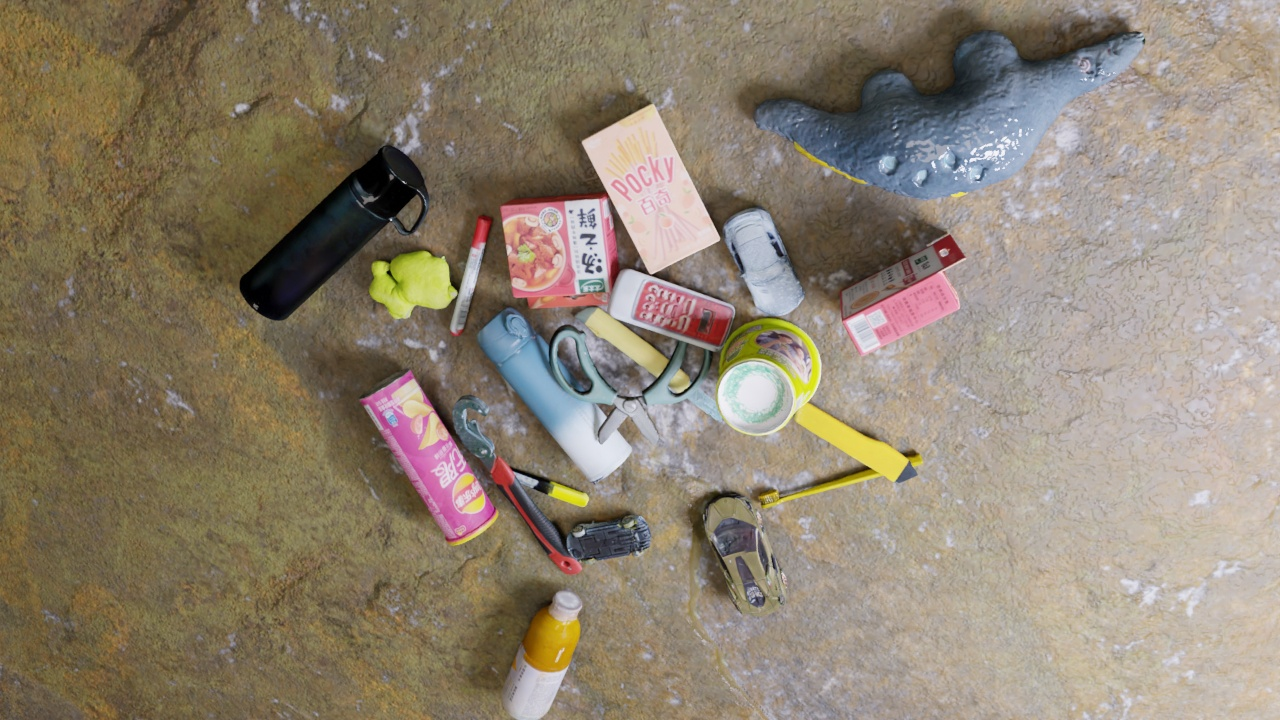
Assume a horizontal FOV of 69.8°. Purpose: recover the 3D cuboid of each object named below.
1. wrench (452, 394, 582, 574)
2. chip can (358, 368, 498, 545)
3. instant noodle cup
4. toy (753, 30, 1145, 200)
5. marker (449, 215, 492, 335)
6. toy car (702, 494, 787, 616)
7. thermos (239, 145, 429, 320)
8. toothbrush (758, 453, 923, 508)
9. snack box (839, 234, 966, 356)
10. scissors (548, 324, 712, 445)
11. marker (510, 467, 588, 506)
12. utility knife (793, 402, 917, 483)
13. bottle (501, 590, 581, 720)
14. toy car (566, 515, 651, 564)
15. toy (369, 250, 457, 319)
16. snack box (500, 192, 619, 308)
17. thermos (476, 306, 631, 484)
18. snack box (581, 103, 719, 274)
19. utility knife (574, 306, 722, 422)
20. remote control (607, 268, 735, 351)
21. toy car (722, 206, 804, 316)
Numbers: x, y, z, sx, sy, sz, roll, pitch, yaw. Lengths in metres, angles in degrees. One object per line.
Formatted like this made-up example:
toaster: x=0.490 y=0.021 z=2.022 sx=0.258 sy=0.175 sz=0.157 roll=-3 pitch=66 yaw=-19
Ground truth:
wrench: x=-0.149 y=0.157 z=1.115 sx=0.056 sy=0.016 sz=0.273 roll=-18 pitch=112 yaw=29
chip can: x=-0.252 y=0.116 z=1.101 sx=0.071 sy=0.071 sz=0.210 roll=-24 pitch=104 yaw=18
instant noodle cup: x=0.127 y=0.022 z=0.955 sx=0.112 sy=0.123 sz=0.112 roll=4 pitch=105 yaw=15
toy: x=0.290 y=-0.224 z=0.863 sx=0.357 sy=0.091 sz=0.137 roll=-11 pitch=80 yaw=14
marker: x=-0.193 y=-0.094 z=1.038 sx=0.017 sy=0.017 sz=0.145 roll=21 pitch=113 yaw=3
toy car: x=0.122 y=0.232 z=1.089 sx=0.070 sy=0.042 sz=0.158 roll=-19 pitch=103 yaw=17
thermos: x=-0.338 y=-0.131 z=1.024 sx=0.243 sy=0.068 sz=0.090 roll=-35 pitch=96 yaw=21
toothbrush: x=0.225 y=0.136 z=1.044 sx=0.190 sy=0.015 sz=0.016 roll=-19 pitch=99 yaw=17
snack box: x=0.263 y=-0.066 z=0.907 sx=0.127 sy=0.113 sz=0.044 roll=-28 pitch=101 yaw=19
scissors: x=-0.007 y=0.006 z=1.012 sx=0.170 sy=0.019 sz=0.171 roll=-39 pitch=99 yaw=1
marker: x=-0.122 y=0.151 z=1.120 sx=0.124 sy=0.015 sz=0.018 roll=19 pitch=120 yaw=7
utility knife: x=0.210 y=0.072 z=1.019 sx=0.216 sy=0.015 sz=0.033 roll=32 pitch=106 yaw=5
bottle: x=-0.123 y=0.377 z=1.175 sx=0.068 sy=0.067 sz=0.190 roll=23 pitch=113 yaw=2
toy car: x=-0.039 y=0.217 z=1.118 sx=0.106 sy=0.031 sz=0.049 roll=-13 pitch=107 yaw=14
toy: x=-0.261 y=-0.089 z=1.047 sx=0.096 sy=0.031 sz=0.100 roll=43 pitch=113 yaw=-5
snack box: x=-0.084 y=-0.113 z=0.994 sx=0.113 sy=0.044 sz=0.127 roll=-3 pitch=110 yaw=12
thermos: x=-0.100 y=0.038 z=1.043 sx=0.070 sy=0.070 sz=0.220 roll=-34 pitch=101 yaw=20
snack box: x=0.012 y=-0.178 z=0.956 sx=0.084 sy=0.026 sz=0.157 roll=-26 pitch=105 yaw=11
utility knife: x=0.014 y=0.004 z=1.033 sx=0.204 sy=0.021 sz=0.031 roll=39 pitch=117 yaw=2
remote control: x=0.034 y=-0.054 z=0.983 sx=0.136 sy=0.020 sz=0.056 roll=19 pitch=96 yaw=-14
toy car: x=0.129 y=-0.102 z=0.963 sx=0.054 sy=0.036 sz=0.120 roll=-23 pitch=108 yaw=18
